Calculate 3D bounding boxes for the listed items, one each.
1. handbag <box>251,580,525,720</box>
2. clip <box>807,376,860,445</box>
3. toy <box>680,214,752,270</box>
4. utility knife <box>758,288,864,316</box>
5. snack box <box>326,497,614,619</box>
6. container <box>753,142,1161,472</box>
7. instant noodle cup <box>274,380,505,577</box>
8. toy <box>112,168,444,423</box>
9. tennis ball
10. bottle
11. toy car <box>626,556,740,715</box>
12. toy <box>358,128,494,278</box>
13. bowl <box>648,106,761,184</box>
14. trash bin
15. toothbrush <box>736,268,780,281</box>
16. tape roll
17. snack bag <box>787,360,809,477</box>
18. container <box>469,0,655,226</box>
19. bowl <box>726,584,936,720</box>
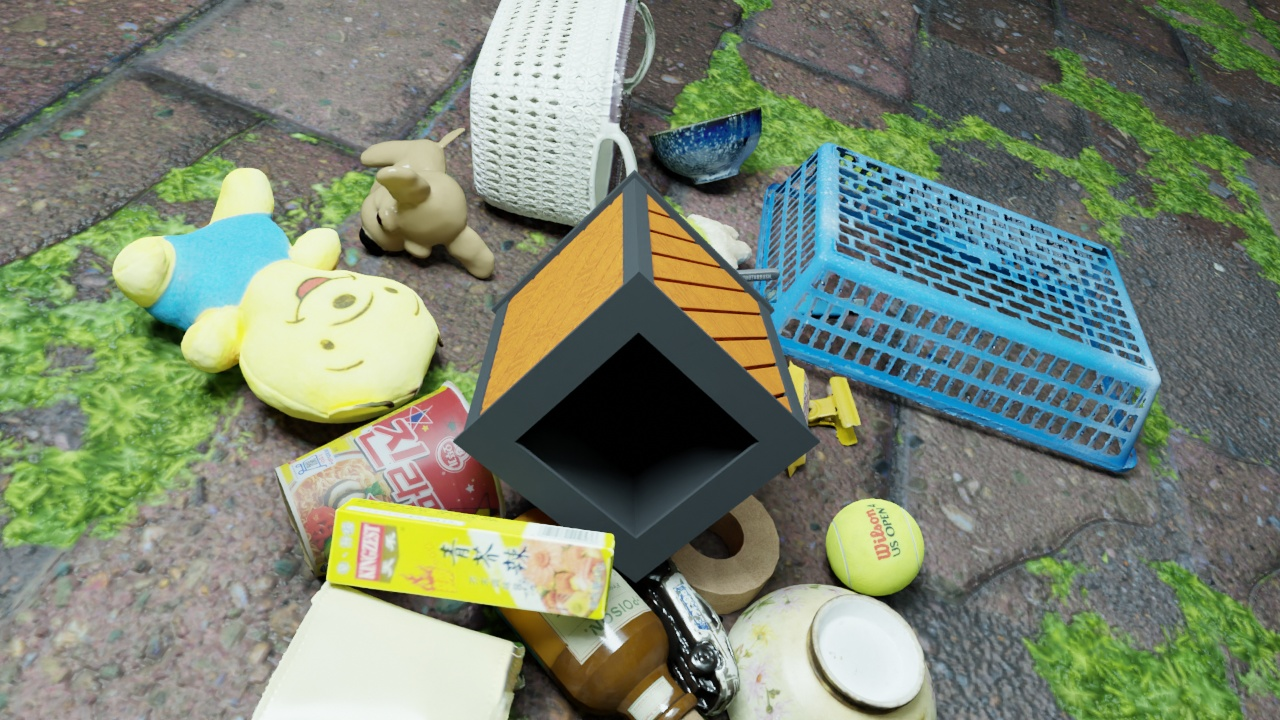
[{"bbox_3d":[-0.124,0.180,0.467,0.119,0.081,0.111,17,37,-3],"label":"handbag"},{"bbox_3d":[0.154,0.040,0.742,0.046,0.048,0.054,27,39,-32],"label":"clip"},{"bbox_3d":[0.045,-0.103,0.828,0.117,0.043,0.092,-7,46,-31],"label":"toy"},{"bbox_3d":[0.129,-0.055,0.833,0.174,0.015,0.031,2,50,-20],"label":"utility knife"},{"bbox_3d":[-0.089,0.105,0.488,0.148,0.040,0.029,8,5,0],"label":"snack box"},{"bbox_3d":[0.290,-0.068,0.841,0.362,0.089,0.256,19,42,-5],"label":"container"},{"bbox_3d":[-0.150,0.077,0.548,0.112,0.101,0.100,-20,57,-26],"label":"instant noodle cup"},{"bbox_3d":[-0.235,-0.031,0.624,0.214,0.084,0.148,30,44,6],"label":"toy"},{"bbox_3d":[0.161,0.128,0.630,0.065,0.065,0.065,11,45,-11],"label":"tennis ball"},{"bbox_3d":[-0.025,0.160,0.528,0.067,0.068,0.157,-28,62,-38],"label":"bottle"},{"bbox_3d":[0.026,0.159,0.561,0.040,0.049,0.112,-13,54,-30],"label":"toy car"},{"bbox_3d":[-0.180,-0.133,0.739,0.106,0.134,0.108,-27,51,12],"label":"toy"},{"bbox_3d":[0.071,-0.211,0.917,0.114,0.061,0.114,-15,13,3],"label":"bowl"},{"bbox_3d":[-0.003,0.003,0.567,0.139,0.140,0.171,42,20,-20],"label":"trash bin"},{"bbox_3d":[0.033,-0.069,0.774,0.167,0.013,0.013,-3,53,5],"label":"toothbrush"},{"bbox_3d":[0.045,0.122,0.619,0.094,0.027,0.093,11,45,-11],"label":"tape roll"},{"bbox_3d":[0.121,0.044,0.719,0.020,0.026,0.099,-7,47,21],"label":"snack bag"},{"bbox_3d":[-0.064,-0.234,0.821,0.143,0.185,0.251,7,46,-2],"label":"container"},{"bbox_3d":[0.127,0.190,0.559,0.145,0.063,0.145,11,45,-12],"label":"bowl"}]
